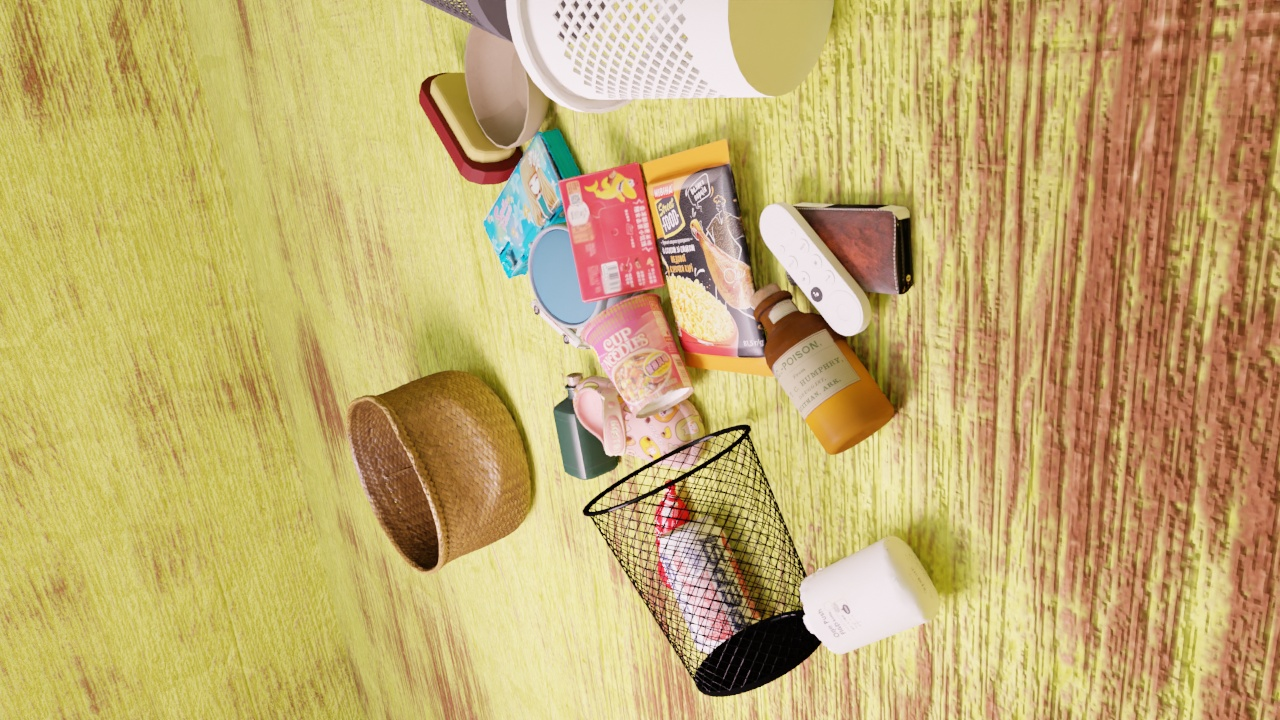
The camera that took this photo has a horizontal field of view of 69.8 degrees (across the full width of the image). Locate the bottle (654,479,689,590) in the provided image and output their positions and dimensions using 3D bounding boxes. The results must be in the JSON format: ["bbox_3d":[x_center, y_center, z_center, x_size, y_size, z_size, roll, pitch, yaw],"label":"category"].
[{"bbox_3d":[0.038,0.206,1.091,0.042,0.041,0.142,25,126,49],"label":"bottle"}]

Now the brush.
[{"bbox_3d":[-0.215,-0.303,1.167,0.173,0.082,0.042,59,146,18],"label":"brush"}]

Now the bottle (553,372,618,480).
[{"bbox_3d":[-0.073,0.080,1.174,0.061,0.061,0.131,11,115,52],"label":"bottle"}]

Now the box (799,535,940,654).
[{"bbox_3d":[0.203,0.212,0.831,0.140,0.141,0.083,-34,79,28],"label":"box"}]

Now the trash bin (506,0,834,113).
[{"bbox_3d":[0.032,-0.288,0.730,0.200,0.195,0.196,21,124,39],"label":"trash bin"}]

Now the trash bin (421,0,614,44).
[{"bbox_3d":[-0.146,-0.431,0.886,0.227,0.217,0.218,39,136,34],"label":"trash bin"}]

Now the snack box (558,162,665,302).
[{"bbox_3d":[-0.030,-0.134,0.972,0.021,0.089,0.133,-16,-85,-80],"label":"snack box"}]

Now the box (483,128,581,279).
[{"bbox_3d":[-0.139,-0.190,1.151,0.227,0.041,0.094,-39,73,56],"label":"box"}]

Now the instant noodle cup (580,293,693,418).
[{"bbox_3d":[0.002,0.000,0.981,0.108,0.097,0.098,63,147,16],"label":"instant noodle cup"}]

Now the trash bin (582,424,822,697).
[{"bbox_3d":[0.073,0.199,0.906,0.185,0.183,0.210,-25,93,58],"label":"trash bin"}]

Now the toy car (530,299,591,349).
[{"bbox_3d":[-0.093,-0.052,1.161,0.113,0.039,0.039,43,117,38],"label":"toy car"}]

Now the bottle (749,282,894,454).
[{"bbox_3d":[0.148,0.000,0.796,0.157,0.067,0.068,58,146,19],"label":"bottle"}]

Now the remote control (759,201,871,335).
[{"bbox_3d":[0.145,-0.078,0.771,0.136,0.013,0.043,56,145,21],"label":"remote control"}]

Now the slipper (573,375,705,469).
[{"bbox_3d":[-0.017,0.078,1.054,0.197,0.081,0.093,15,121,40],"label":"slipper"}]

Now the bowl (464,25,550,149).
[{"bbox_3d":[-0.150,-0.331,1.084,0.152,0.050,0.152,32,131,45],"label":"bowl"}]

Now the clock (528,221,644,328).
[{"bbox_3d":[-0.051,-0.101,1.044,0.162,0.075,0.122,4,109,42],"label":"clock"}]

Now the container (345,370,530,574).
[{"bbox_3d":[-0.315,0.167,1.458,0.307,0.196,0.307,29,129,44],"label":"container"}]

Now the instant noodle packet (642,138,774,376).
[{"bbox_3d":[0.062,-0.095,0.903,0.160,0.032,0.221,7,112,62],"label":"instant noodle packet"}]

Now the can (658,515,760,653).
[{"bbox_3d":[0.076,0.249,1.024,0.078,0.078,0.136,-31,80,57],"label":"can"}]

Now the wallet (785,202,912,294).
[{"bbox_3d":[0.168,-0.093,0.762,0.123,0.019,0.072,14,118,53],"label":"wallet"}]
